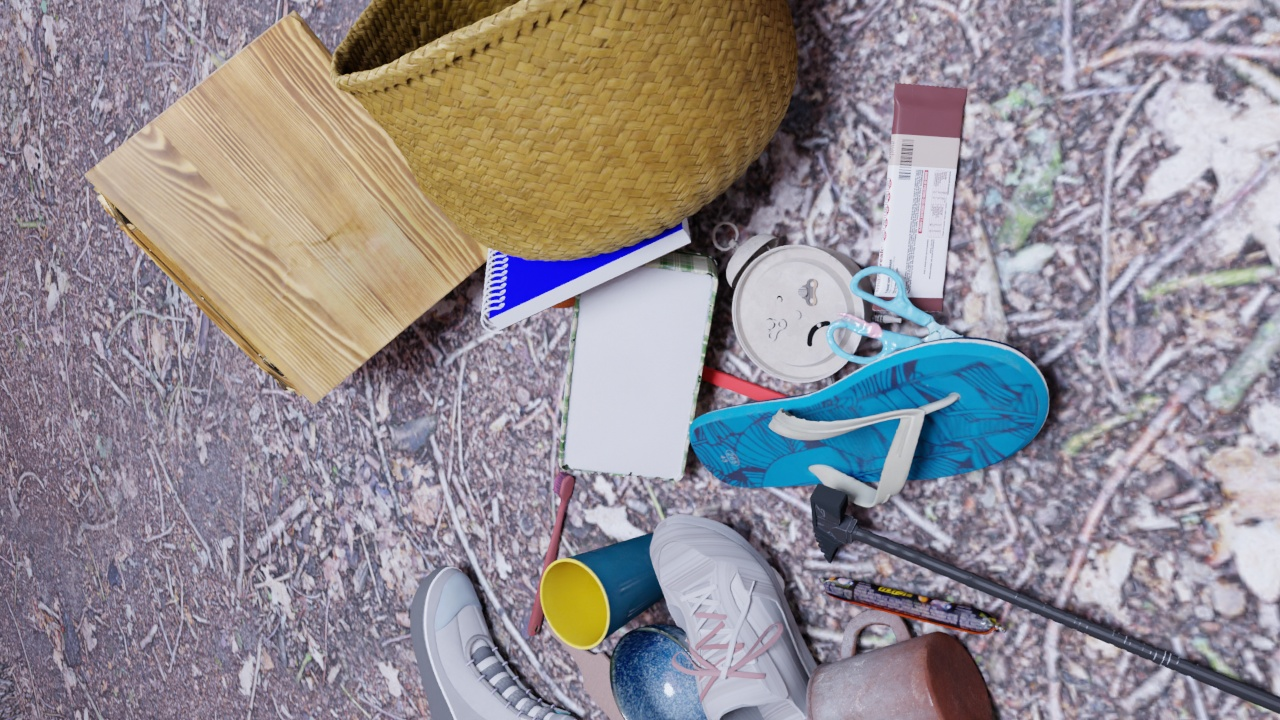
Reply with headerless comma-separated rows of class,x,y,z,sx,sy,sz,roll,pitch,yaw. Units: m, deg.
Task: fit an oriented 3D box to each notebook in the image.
notebook,-0.049,-0.126,0.740,0.172,0.022,0.208,-23,40,17

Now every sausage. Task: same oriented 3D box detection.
sausage,0.200,0.185,0.697,0.156,0.020,0.020,3,98,46

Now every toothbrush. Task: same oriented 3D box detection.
toothbrush,0.085,0.020,0.780,0.213,0.017,0.012,21,109,38
toothbrush,-0.095,0.201,0.944,0.016,0.016,0.190,28,113,37

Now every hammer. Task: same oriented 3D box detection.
hammer,0.271,0.173,0.638,0.325,0.015,0.095,20,148,28

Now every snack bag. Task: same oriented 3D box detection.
snack bag,0.197,-0.113,0.651,0.013,0.057,0.158,-135,46,-74

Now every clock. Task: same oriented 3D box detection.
clock,0.116,-0.054,0.714,0.157,0.061,0.104,45,120,15

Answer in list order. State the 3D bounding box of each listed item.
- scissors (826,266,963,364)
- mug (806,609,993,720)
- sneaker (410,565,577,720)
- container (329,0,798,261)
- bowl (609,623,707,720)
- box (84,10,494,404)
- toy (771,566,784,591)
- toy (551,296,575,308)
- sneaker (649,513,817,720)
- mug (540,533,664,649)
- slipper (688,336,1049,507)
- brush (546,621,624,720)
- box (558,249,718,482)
scissors,0.206,-0.026,0.647,0.141,0.015,0.076,11,99,3
mug,0.192,0.245,0.691,0.110,0.096,0.122,-28,49,32
sneaker,-0.145,0.339,0.968,0.161,0.092,0.256,-13,87,30
container,-0.039,-0.219,0.657,0.308,0.306,0.196,2,141,38
bowl,0.034,0.288,0.828,0.114,0.060,0.114,7,101,39
box,-0.370,-0.141,0.965,0.279,0.286,0.336,51,173,-22
toy,0.086,0.204,0.787,0.079,0.037,0.122,-15,96,31
toy,-0.072,-0.101,0.832,0.176,0.096,0.112,48,125,49
sneaker,0.077,0.235,0.728,0.099,0.089,0.236,-32,90,19
mug,-0.020,0.198,0.818,0.078,0.121,0.078,7,101,37
slipper,0.152,0.063,0.676,0.296,0.060,0.118,-17,123,42
brush,-0.049,0.307,0.928,0.136,0.015,0.050,39,117,34
box,-0.005,0.005,0.772,0.117,0.050,0.206,5,118,-3
